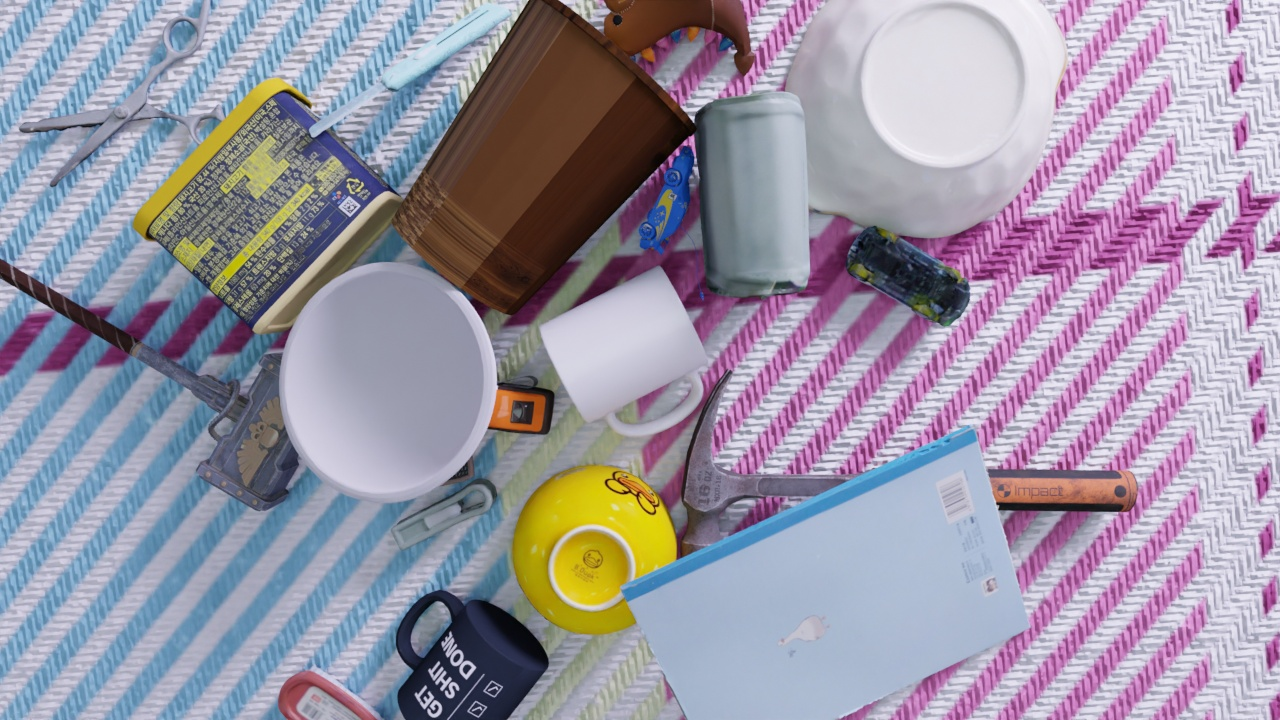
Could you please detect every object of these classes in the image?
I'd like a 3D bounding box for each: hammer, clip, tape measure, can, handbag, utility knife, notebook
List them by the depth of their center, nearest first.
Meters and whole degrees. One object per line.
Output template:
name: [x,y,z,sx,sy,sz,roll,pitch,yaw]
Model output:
handbag: [0.074,-0.104,0.593,0.067,0.106,0.122,-5,98,1]
utility knife: [-0.152,-0.191,0.605,0.022,0.015,0.165,34,64,25]
can: [-0.242,-0.098,0.612,0.104,0.075,0.135,44,92,-5]
notebook: [0.134,0.168,0.624,0.253,0.009,0.181,-24,113,-2]
tape measure: [-0.088,0.028,0.625,0.059,0.058,0.038,8,92,4]
hammer: [-0.367,-0.021,0.629,0.322,0.044,0.098,31,92,-2]
hammer: [0.186,0.077,0.643,0.314,0.035,0.138,1,93,-1]
clip: [-0.137,0.107,0.645,0.076,0.042,0.023,-27,94,1]

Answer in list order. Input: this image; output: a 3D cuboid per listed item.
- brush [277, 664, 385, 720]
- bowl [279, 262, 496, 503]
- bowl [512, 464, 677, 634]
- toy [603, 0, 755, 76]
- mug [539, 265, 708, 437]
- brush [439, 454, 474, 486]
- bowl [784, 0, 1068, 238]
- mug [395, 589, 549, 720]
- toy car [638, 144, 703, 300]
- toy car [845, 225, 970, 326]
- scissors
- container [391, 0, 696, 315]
brush: [-0.181,0.278,0.651,0.172,0.030,0.041,39,91,-1]
bowl: [-0.154,0.014,0.586,0.150,0.043,0.149,-1,87,15]
bowl: [-0.032,0.134,0.627,0.117,0.067,0.117,0,93,-1]
toy: [0.026,-0.226,0.627,0.090,0.070,0.103,-31,116,14]
mug: [-0.004,0.004,0.625,0.090,0.073,0.110,-27,118,1]
brush: [-0.153,0.023,0.647,0.050,0.015,0.135,-10,93,-1]
bowl: [0.195,-0.180,0.616,0.219,0.060,0.188,-30,92,2]
mug: [-0.126,0.208,0.635,0.105,0.071,0.077,39,92,25]
toy car: [0.035,-0.092,0.625,0.062,0.033,0.092,27,123,-1]
toy car: [0.185,-0.058,0.638,0.090,0.027,0.038,31,89,-1]
scissors: [-0.352,-0.188,0.637,0.141,0.014,0.158,11,92,-4]
container: [-0.068,-0.125,0.590,0.132,0.132,0.167,40,98,-2]
